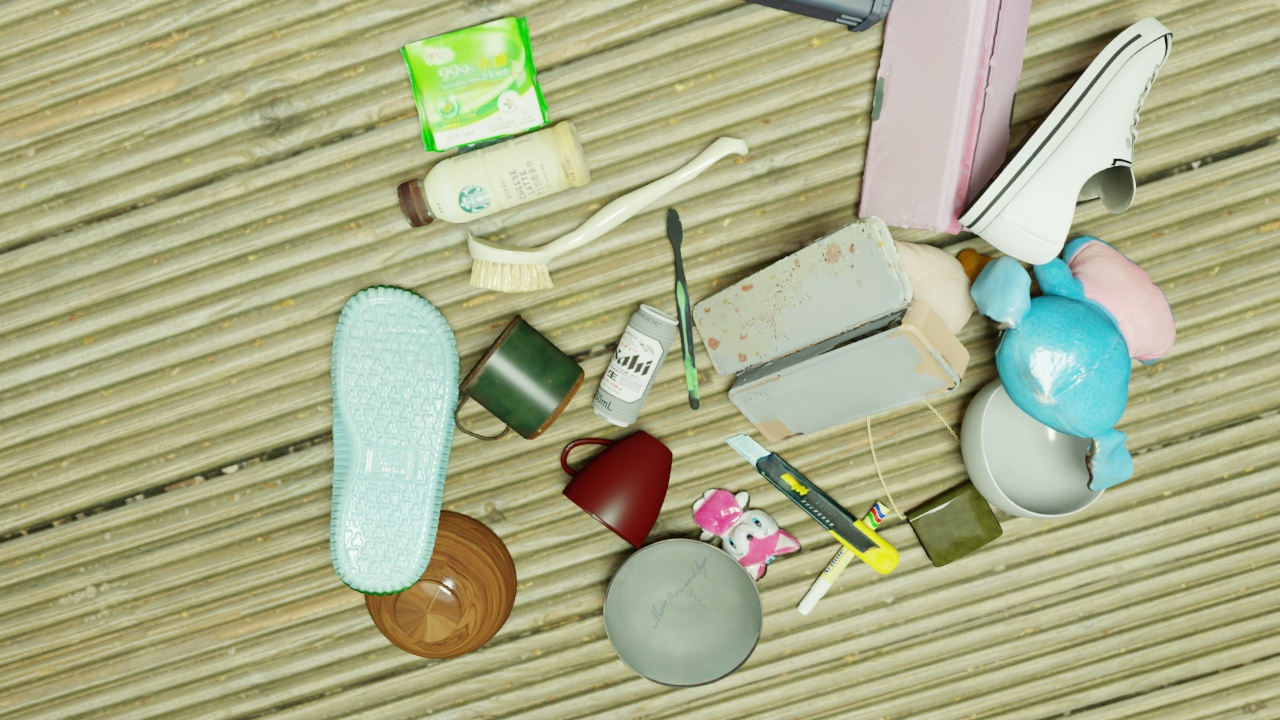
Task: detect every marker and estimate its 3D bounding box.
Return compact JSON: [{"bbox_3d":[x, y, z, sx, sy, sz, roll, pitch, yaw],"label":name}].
[{"bbox_3d":[0.195,0.191,0.884,0.014,0.014,0.132,34,99,-7],"label":"marker"}]

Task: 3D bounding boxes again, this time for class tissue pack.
[{"bbox_3d":[-0.141,-0.234,0.789,0.114,0.034,0.099,-14,99,1],"label":"tissue pack"}]

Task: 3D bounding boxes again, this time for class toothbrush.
[{"bbox_3d":[0.040,-0.045,0.840,0.014,0.017,0.188,-6,104,5],"label":"toothbrush"}]

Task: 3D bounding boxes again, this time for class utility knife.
[{"bbox_3d":[0.161,0.132,0.864,0.198,0.020,0.029,38,97,2],"label":"utility knife"}]

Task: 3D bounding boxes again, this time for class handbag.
[{"bbox_3d":[0.267,0.102,0.867,0.084,0.027,0.178,-29,95,5],"label":"handbag"}]

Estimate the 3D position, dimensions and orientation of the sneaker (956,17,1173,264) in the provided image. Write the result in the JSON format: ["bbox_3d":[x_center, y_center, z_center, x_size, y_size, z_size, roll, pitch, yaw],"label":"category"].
[{"bbox_3d":[0.366,-0.170,0.736,0.097,0.091,0.245,41,71,7],"label":"sneaker"}]

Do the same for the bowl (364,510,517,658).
[{"bbox_3d":[-0.193,0.222,0.860,0.147,0.068,0.147,0,101,0],"label":"bowl"}]

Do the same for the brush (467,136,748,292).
[{"bbox_3d":[-0.029,-0.129,0.804,0.272,0.062,0.077,-25,116,0],"label":"brush"}]

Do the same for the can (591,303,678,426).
[{"bbox_3d":[-0.005,0.005,0.831,0.044,0.044,0.107,24,100,-5],"label":"can"}]

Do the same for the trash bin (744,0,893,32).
[{"bbox_3d":[0.129,-0.329,0.741,0.161,0.092,0.094,13,101,-4],"label":"trash bin"}]

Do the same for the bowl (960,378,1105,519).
[{"bbox_3d":[0.350,0.077,0.830,0.131,0.064,0.131,2,81,-10],"label":"bowl"}]

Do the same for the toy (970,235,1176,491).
[{"bbox_3d":[0.379,-0.008,0.773,0.191,0.099,0.224,-36,95,-29],"label":"toy"}]

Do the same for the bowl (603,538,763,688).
[{"bbox_3d":[0.040,0.229,0.868,0.151,0.056,0.151,0,103,1],"label":"bowl"}]

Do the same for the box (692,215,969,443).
[{"bbox_3d":[0.147,-0.016,0.764,0.063,0.217,0.157,-29,93,-40],"label":"box"}]

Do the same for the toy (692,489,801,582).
[{"bbox_3d":[0.095,0.165,0.864,0.102,0.050,0.065,41,103,-2],"label":"toy"}]

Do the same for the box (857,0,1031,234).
[{"bbox_3d":[0.271,-0.227,0.791,0.114,0.099,0.233,-4,104,-42],"label":"box"}]

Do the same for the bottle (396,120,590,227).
[{"bbox_3d":[-0.127,-0.156,0.792,0.162,0.056,0.056,-17,101,3],"label":"bottle"}]

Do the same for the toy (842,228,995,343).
[{"bbox_3d":[0.242,-0.060,0.807,0.175,0.076,0.132,-5,72,-12],"label":"toy"}]

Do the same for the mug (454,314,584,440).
[{"bbox_3d":[-0.112,0.028,0.811,0.081,0.085,0.111,39,83,-9],"label":"mug"}]

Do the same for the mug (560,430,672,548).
[{"bbox_3d":[-0.022,0.104,0.842,0.114,0.087,0.088,31,78,24],"label":"mug"}]

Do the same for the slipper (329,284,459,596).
[{"bbox_3d":[-0.225,0.071,0.831,0.116,0.069,0.276,4,87,-5],"label":"slipper"}]
